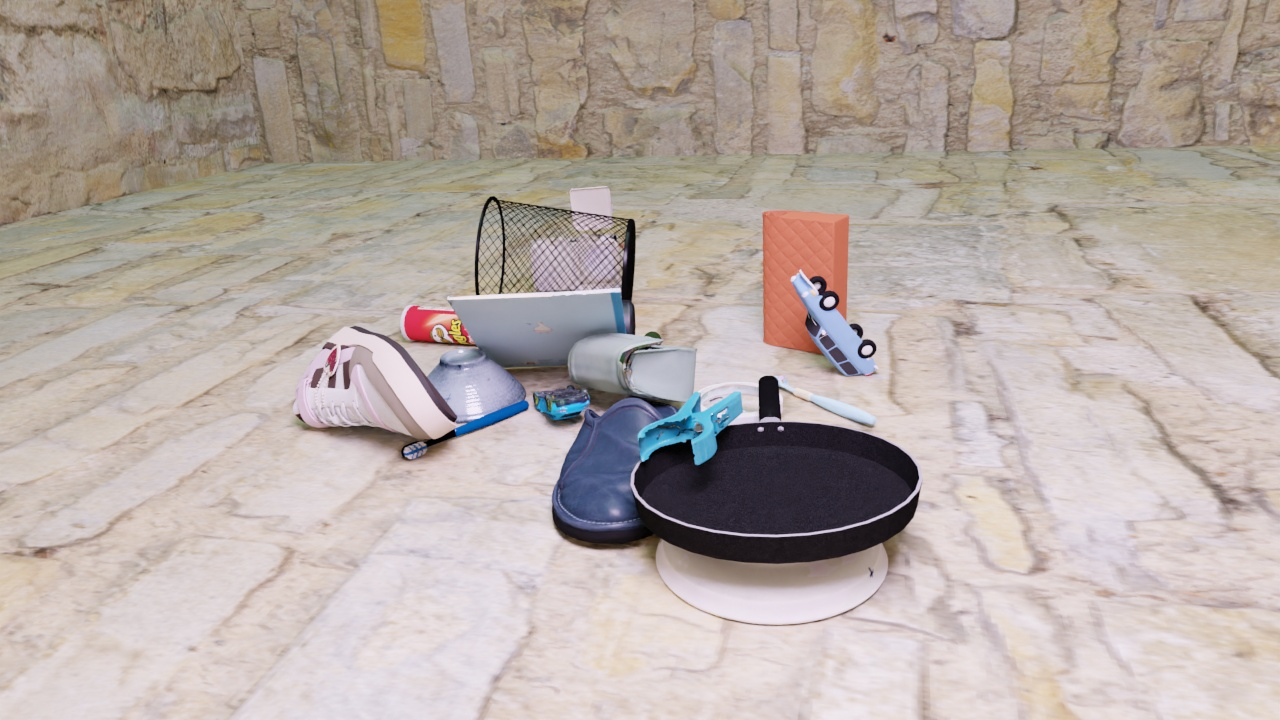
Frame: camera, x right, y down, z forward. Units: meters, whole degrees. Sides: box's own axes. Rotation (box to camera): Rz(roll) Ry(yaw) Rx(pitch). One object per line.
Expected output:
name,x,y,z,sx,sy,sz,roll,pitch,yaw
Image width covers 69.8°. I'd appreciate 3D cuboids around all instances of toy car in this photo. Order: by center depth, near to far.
toy car,-0.087,0.047,1.017,0.048,0.032,0.105,-11,7,-19
toy car,0.223,-0.040,1.074,0.055,0.153,0.056,-38,27,11

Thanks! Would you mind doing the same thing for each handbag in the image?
handbag,-0.006,0.006,1.002,0.106,0.067,0.122,6,1,-34
handbag,0.209,-0.103,1.177,0.109,0.172,0.060,11,25,34

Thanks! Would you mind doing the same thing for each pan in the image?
pan,0.114,0.080,0.791,0.225,0.034,0.355,-2,16,8

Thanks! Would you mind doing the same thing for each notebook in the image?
notebook,-0.105,-0.031,1.056,0.181,0.009,0.254,-2,-17,1

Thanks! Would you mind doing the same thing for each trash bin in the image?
trash bin,-0.118,-0.142,1.347,0.210,0.184,0.183,4,21,3

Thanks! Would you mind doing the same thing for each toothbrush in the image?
toothbrush,-0.185,0.072,0.990,0.014,0.014,0.167,1,17,45
toothbrush,0.200,0.043,1.007,0.022,0.016,0.155,33,-4,-36

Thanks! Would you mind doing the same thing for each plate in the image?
plate,0.102,0.141,0.728,0.182,0.034,0.182,-3,20,1

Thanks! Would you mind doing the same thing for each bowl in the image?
bowl,-0.204,0.020,1.073,0.137,0.057,0.137,-3,20,1

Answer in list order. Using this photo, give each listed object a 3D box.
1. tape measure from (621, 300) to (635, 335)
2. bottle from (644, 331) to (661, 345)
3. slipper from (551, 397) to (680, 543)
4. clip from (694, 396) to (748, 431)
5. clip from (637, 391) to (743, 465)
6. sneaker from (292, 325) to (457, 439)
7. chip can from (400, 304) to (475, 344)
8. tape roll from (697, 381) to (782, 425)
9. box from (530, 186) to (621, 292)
tape measure,-0.027,-0.043,1.202,0.042,0.072,0.071,1,23,4
bottle,0.004,-0.011,1.172,0.025,0.025,0.105,2,21,14
slipper,-0.016,0.074,0.860,0.109,0.083,0.265,3,22,11
clip,0.078,0.054,0.959,0.059,0.052,0.102,1,15,-29
clip,0.061,0.058,0.781,0.120,0.030,0.130,3,19,44
sneaker,-0.303,0.040,0.986,0.116,0.112,0.294,-43,33,-19
chip can,-0.225,-0.046,1.268,0.215,0.052,0.051,4,21,19
tape roll,0.100,0.045,0.945,0.093,0.013,0.093,-3,20,1
box,-0.106,-0.185,1.445,0.143,0.184,0.044,-6,28,0
